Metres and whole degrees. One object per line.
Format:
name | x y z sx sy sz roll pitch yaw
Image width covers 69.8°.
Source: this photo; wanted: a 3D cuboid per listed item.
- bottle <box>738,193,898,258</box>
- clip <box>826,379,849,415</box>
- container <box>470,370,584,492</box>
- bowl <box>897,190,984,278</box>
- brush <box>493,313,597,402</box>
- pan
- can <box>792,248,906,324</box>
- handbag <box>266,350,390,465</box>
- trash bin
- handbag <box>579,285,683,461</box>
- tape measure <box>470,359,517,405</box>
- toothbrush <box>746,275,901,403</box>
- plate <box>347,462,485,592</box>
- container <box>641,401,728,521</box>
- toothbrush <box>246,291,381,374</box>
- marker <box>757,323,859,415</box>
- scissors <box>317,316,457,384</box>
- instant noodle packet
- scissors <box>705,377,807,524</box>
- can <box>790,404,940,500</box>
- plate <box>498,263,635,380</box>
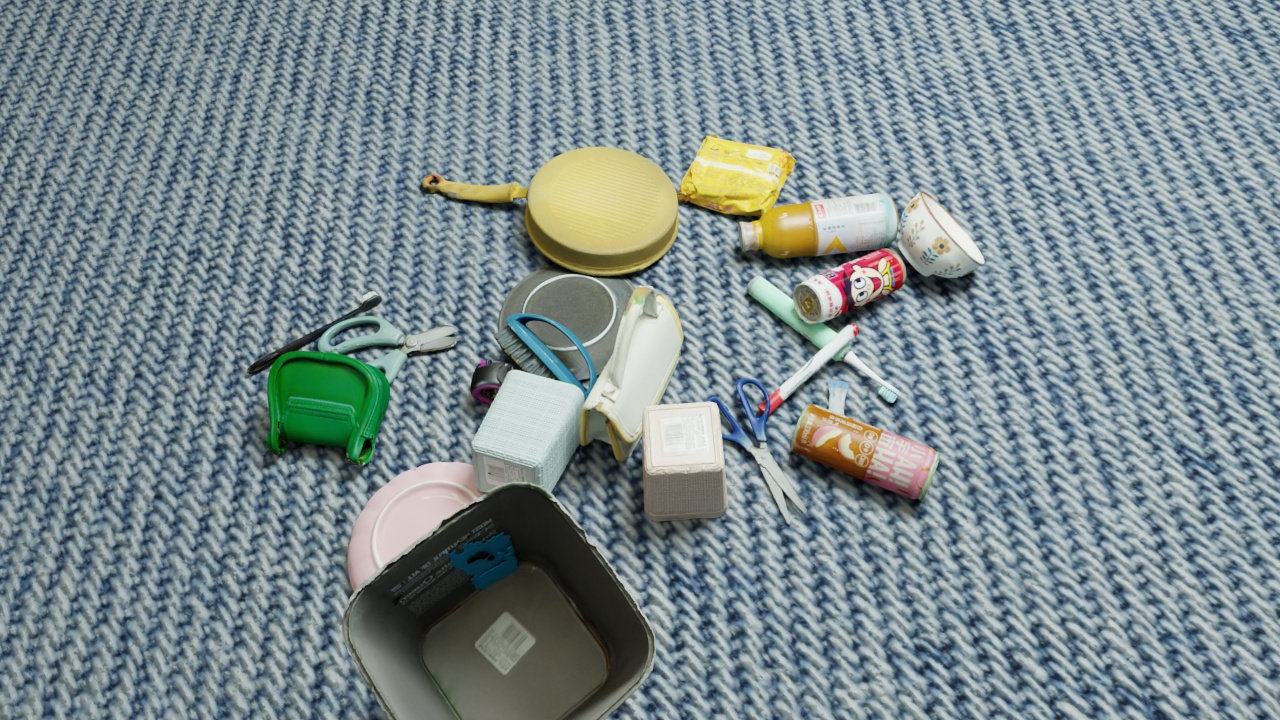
bottle | 0.216 -0.162 1.127 0.189 0.068 0.068 -7 58 0
clip | 0.219 0.047 1.028 0.025 0.032 0.057 13 56 9
container | -0.120 0.085 0.969 0.090 0.090 0.111 14 44 10
bowl | 0.350 -0.140 1.097 0.062 0.113 0.113 -43 54 29
brush | -0.099 -0.001 1.039 0.073 0.055 0.144 -44 76 5
pan | -0.124 -0.208 1.192 0.357 0.078 0.197 18 55 8
can | 0.244 -0.086 1.070 0.132 0.053 0.053 -22 59 -26
handbag | -0.351 0.053 1.028 0.131 0.068 0.120 6 80 6
trash bin | -0.116 0.246 0.796 0.198 0.220 0.198 -35 75 -16
handbag | -0.006 0.006 0.976 0.063 0.179 0.163 21 62 12
tape measure | -0.163 0.025 1.045 0.058 0.057 0.039 -3 57 14
toothbrush | 0.212 -0.027 1.069 0.224 0.026 0.027 41 93 24
plate | -0.215 0.188 0.959 0.192 0.039 0.192 -2 58 3
container | 0.045 0.103 0.951 0.090 0.111 0.090 -3 58 1
toothbrush | -0.399 -0.034 1.123 0.180 0.016 0.018 -34 56 -17
marker | 0.190 0.010 1.034 0.145 0.017 0.017 -42 64 -5
scissors | -0.299 -0.001 1.095 0.180 0.019 0.143 -3 58 0
instant noodle packet | 0.126 -0.235 1.193 0.128 0.044 0.110 19 68 19
scissors | 0.138 0.092 0.999 0.173 0.012 0.132 30 82 25
can | 0.236 0.096 0.972 0.147 0.058 0.057 21 62 16
plate | -0.085 -0.055 1.109 0.179 0.024 0.179 -2 59 3
